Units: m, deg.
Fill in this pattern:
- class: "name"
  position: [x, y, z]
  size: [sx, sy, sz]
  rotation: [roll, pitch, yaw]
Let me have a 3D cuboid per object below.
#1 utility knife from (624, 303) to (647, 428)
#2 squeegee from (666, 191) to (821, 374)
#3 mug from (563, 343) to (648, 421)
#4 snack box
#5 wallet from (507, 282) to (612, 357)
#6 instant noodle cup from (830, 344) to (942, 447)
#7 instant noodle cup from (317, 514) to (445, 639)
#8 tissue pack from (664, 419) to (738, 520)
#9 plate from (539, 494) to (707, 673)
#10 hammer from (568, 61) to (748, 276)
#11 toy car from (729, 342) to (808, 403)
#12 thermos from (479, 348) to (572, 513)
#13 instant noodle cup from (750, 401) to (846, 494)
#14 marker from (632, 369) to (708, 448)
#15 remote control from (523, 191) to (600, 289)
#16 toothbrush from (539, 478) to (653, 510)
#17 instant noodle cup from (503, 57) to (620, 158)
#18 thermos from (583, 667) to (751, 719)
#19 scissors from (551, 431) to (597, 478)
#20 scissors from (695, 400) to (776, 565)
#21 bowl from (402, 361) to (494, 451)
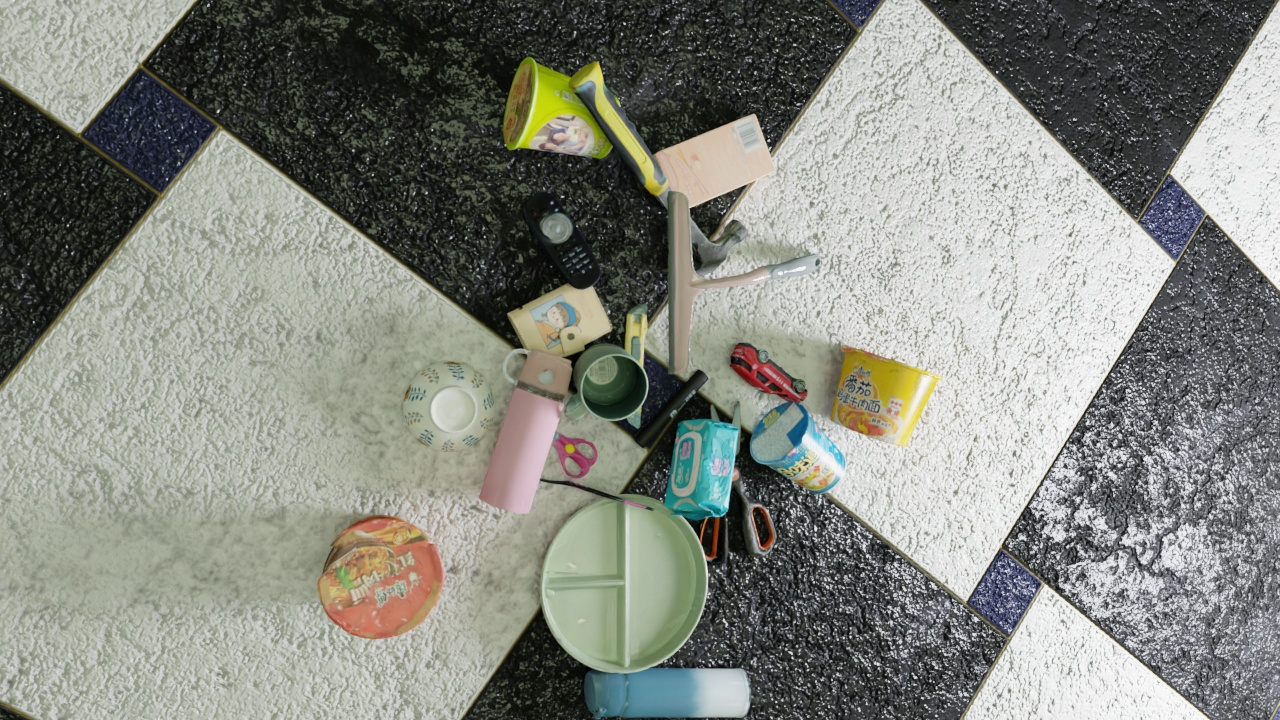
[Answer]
- class: "utility knife"
  position: [-0.007, 0.007, 1.219]
  size: [0.031, 0.018, 0.166]
  rotation: [2, 96, -8]
- class: "squeegee"
  position: [0.152, -0.115, 1.232]
  size: [0.249, 0.040, 0.248]
  rotation: [-13, 114, -26]
- class: "mug"
  position: [-0.051, 0.033, 1.153]
  size: [0.111, 0.106, 0.082]
  rotation: [-40, 105, -1]
- class: "snack box"
  position: [0.099, -0.264, 1.233]
  size: [0.157, 0.026, 0.084]
  rotation: [-25, 100, -15]
- class: "wallet"
  position: [-0.102, -0.047, 1.181]
  size: [0.115, 0.024, 0.087]
  rotation: [-29, 95, -16]
- class: "instant noodle cup"
  position: [0.331, 0.051, 1.268]
  size: [0.138, 0.138, 0.110]
  rotation: [17, 95, -17]
- class: "instant noodle cup"
  position: [-0.305, 0.245, 1.082]
  size: [0.137, 0.109, 0.138]
  rotation: [0, 92, -17]
- class: "tissue pack"
  position: [0.077, 0.143, 1.194]
  size: [0.050, 0.093, 0.133]
  rotation: [16, 74, -26]
- class: "plate"
  position: [-0.022, 0.291, 1.205]
  size: [0.230, 0.027, 0.230]
  rotation: [1, 86, -18]
- class: "hammer"
  position: [0.014, -0.228, 1.150]
  size: [0.126, 0.032, 0.323]
  rotation: [-45, 125, -6]
- class: "toy car"
  position: [0.174, 0.022, 1.255]
  size: [0.120, 0.053, 0.045]
  rotation: [35, 83, -13]
- class: "thermos"
  position: [-0.149, 0.083, 1.136]
  size: [0.087, 0.067, 0.198]
  rotation: [17, 90, -5]
- class: "instant noodle cup"
  position: [0.221, 0.127, 1.252]
  size: [0.110, 0.099, 0.099]
  rotation: [40, 80, -28]
- class: "marker"
  position: [0.041, 0.064, 1.232]
  size: [0.022, 0.020, 0.132]
  rotation: [41, 80, 15]
- class: "remote control"
  position: [-0.101, -0.151, 1.173]
  size: [0.053, 0.024, 0.136]
  rotation: [-34, 94, -15]
- class: "toothbrush"
  position: [-0.071, 0.164, 1.186]
  size: [0.189, 0.014, 0.017]
  rotation: [17, 78, -6]
- class: "instant noodle cup"
  position: [-0.094, -0.302, 1.136]
  size: [0.123, 0.112, 0.111]
  rotation: [9, 89, -26]
- class: "thermos"
  position: [0.035, 0.439, 1.220]
  size: [0.220, 0.070, 0.070]
  rotation: [8, 89, -17]
- class: "scissors"
  position: [-0.113, 0.098, 1.186]
  size: [0.133, 0.017, 0.056]
  rotation: [42, 66, -11]
- class: "scissors"
  position: [0.116, 0.176, 1.257]
  size: [0.189, 0.022, 0.229]
  rotation: [-37, 102, -12]
- class: "bowl"
  position: [-0.232, 0.058, 1.123]
  size: [0.113, 0.062, 0.113]
  rotation: [0, 90, -18]
